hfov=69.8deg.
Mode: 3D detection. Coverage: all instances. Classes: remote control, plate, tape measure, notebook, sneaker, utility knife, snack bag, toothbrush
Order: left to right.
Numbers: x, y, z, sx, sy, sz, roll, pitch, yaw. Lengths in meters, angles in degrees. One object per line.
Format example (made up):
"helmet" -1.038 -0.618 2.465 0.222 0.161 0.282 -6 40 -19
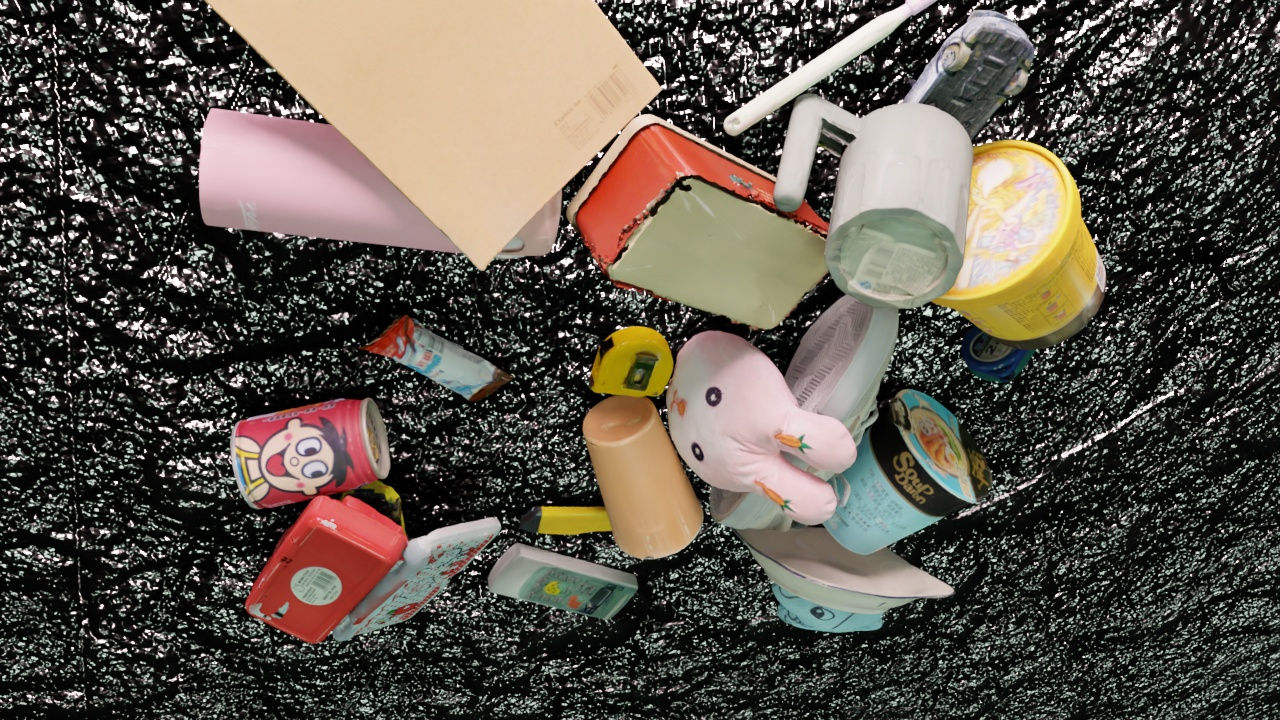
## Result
"snack bag" -0.143 0.001 0.652 0.048 0.026 0.104 -33 130 30
"notebook" -0.104 -0.170 0.480 0.149 0.012 0.211 -45 119 -1
"remote control" -0.071 0.205 0.845 0.135 0.019 0.056 23 121 -29
"utility knife" -0.030 0.138 0.802 0.153 0.015 0.033 3 135 -17
"tape measure" -0.004 0.004 0.686 0.060 0.028 0.057 6 127 -19
"sneaker" 0.148 0.054 0.723 0.090 0.089 0.243 17 126 -17
"plate" 0.164 0.179 0.790 0.164 0.164 0.034 11 96 -21
"toothbrush" 0.133 -0.194 0.561 0.190 0.020 0.029 -31 99 14
"tape measure" 0.285 -0.009 0.728 0.058 0.054 0.025 -51 126 -13

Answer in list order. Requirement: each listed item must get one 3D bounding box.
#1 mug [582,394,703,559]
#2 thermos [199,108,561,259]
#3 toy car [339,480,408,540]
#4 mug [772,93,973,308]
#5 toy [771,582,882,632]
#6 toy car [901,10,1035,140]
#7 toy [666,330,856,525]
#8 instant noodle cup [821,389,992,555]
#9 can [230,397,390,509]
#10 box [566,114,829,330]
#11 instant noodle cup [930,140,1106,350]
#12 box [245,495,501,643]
"mug" -0.001 0.089 0.733 0.078 0.078 0.123 -17 126 1
"thermos" -0.150 -0.097 0.549 0.198 0.067 0.087 4 156 -19
"toy car" -0.214 0.129 0.739 0.048 0.032 0.105 1 141 -7
"mug" 0.141 -0.103 0.561 0.124 0.103 0.084 25 140 -7
"toy" 0.184 0.237 0.891 0.161 0.049 0.157 20 149 -22
"toy car" 0.197 -0.165 0.590 0.054 0.036 0.121 13 135 -21
"toy" 0.081 0.049 0.670 0.054 0.159 0.121 -22 133 -44
"instant noodle cup" 0.212 0.102 0.779 0.111 0.111 0.121 22 130 -29
"can" -0.234 0.065 0.657 0.094 0.066 0.067 -12 131 -4
"box" 0.047 -0.073 0.572 0.168 0.077 0.091 13 126 -44
"instant noodle cup" 0.256 -0.071 0.634 0.119 0.118 0.114 -41 134 20
"box" -0.215 0.171 0.724 0.159 0.065 0.202 15 140 -29
